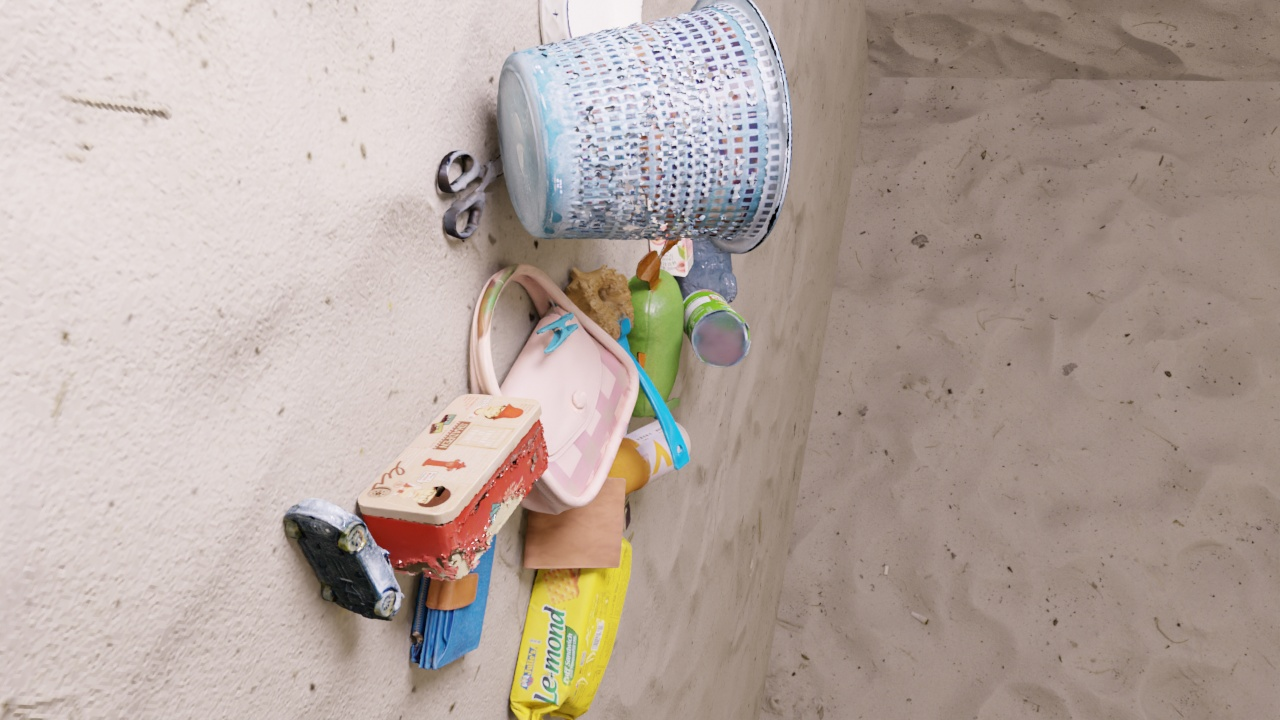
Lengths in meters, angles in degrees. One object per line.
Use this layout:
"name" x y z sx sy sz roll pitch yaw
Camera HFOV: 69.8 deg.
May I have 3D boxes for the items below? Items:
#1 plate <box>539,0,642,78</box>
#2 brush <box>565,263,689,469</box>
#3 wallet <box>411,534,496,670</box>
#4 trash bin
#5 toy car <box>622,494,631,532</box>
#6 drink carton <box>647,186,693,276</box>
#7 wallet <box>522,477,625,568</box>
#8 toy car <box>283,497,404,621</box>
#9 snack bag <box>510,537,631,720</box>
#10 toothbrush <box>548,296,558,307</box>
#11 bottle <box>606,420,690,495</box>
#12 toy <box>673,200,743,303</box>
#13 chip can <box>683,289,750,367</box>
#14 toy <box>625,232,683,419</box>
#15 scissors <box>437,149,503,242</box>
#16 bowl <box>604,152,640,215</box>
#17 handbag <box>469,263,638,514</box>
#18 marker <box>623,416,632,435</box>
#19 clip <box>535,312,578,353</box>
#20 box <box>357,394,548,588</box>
"plate" -0.047 -0.351 0.936 0.204 0.046 0.205 8 89 -72
"brush" -0.006 0.006 1.023 0.083 0.046 0.254 -33 99 -45
"wallet" -0.160 0.197 0.813 0.106 0.040 0.133 23 74 -75
"trash bin" -0.011 -0.191 0.776 0.227 0.194 0.226 169 -90 -71
"toy car" -0.034 0.182 1.185 0.042 0.035 0.090 -58 147 -53
"drink carton" 0.041 -0.179 1.246 0.045 0.053 0.123 -59 150 -54
"wallet" -0.070 0.174 0.988 0.115 0.020 0.101 9 83 -31
"toy car" -0.202 0.137 0.637 0.121 0.054 0.036 78 29 -41
"snack bag" -0.073 0.299 1.058 0.158 0.068 0.246 48 52 -66
"toothbrush" -0.080 -0.028 1.002 0.192 0.016 0.018 69 23 -55
"bottle" -0.012 0.127 1.137 0.189 0.068 0.068 -21 118 -49
"toy" 0.100 -0.158 1.310 0.091 0.138 0.357 -21 128 -35
"chip can" 0.090 -0.043 1.161 0.236 0.072 0.072 -93 -174 -80
"toy" 0.010 -0.034 1.154 0.226 0.090 0.247 -65 160 -70
"scissors" -0.131 -0.172 0.801 0.145 0.014 0.172 62 39 -62
"bowl" -0.057 -0.199 0.914 0.113 0.062 0.113 -26 124 -48
"handbag" -0.098 0.013 0.888 0.234 0.093 0.192 64 36 -38
"marker" -0.022 0.082 1.206 0.023 0.018 0.130 97 10 -55
"clip" -0.077 -0.027 0.857 0.056 0.014 0.041 -40 115 -51
"box" -0.142 0.103 0.745 0.167 0.091 0.079 -55 143 -55
